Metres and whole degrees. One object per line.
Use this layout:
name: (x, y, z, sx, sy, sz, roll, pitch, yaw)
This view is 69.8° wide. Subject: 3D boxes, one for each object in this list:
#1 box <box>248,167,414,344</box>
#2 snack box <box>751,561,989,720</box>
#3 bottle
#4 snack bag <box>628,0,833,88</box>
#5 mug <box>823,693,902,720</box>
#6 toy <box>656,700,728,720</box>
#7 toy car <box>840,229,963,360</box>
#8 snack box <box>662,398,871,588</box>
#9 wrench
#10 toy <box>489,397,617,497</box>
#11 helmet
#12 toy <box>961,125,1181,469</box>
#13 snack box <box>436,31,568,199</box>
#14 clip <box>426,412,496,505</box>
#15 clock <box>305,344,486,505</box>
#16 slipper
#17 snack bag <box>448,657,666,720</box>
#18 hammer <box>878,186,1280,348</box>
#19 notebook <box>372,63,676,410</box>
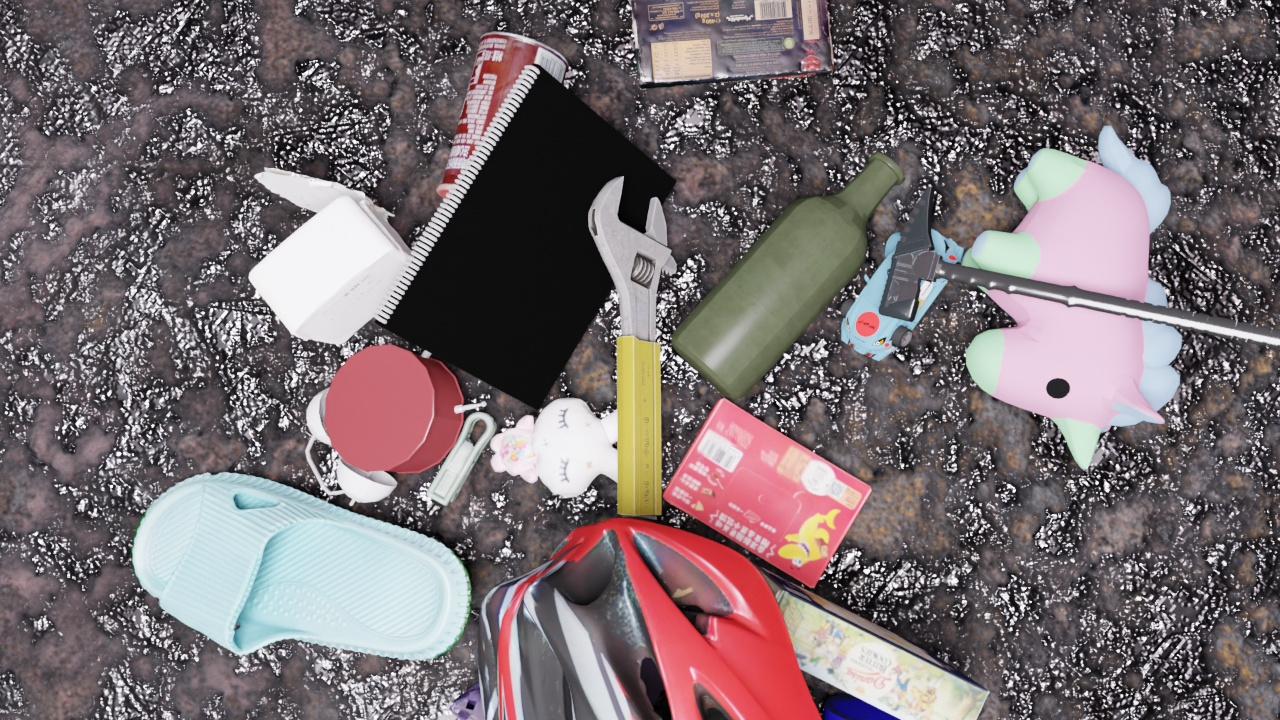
box: (-0.237, -0.092, 0.666, 0.103, 0.110, 0.130, -42, 89, -1)
snack box: (0.141, 0.196, 0.631, 0.145, 0.144, 0.042, 27, 84, 2)
bottle: (0.114, -0.067, 0.677, 0.071, 0.071, 0.207, 42, 89, 2)
snack bag: (0.071, -0.253, 0.711, 0.155, 0.018, 0.074, -4, 87, 1)
mug: (0.180, 0.293, 0.646, 0.079, 0.111, 0.083, 5, 87, -37)
toy: (0.068, 0.275, 0.657, 0.119, 0.097, 0.100, -10, 132, -22)
toy car: (0.190, -0.055, 0.683, 0.060, 0.027, 0.107, 36, 89, 38)
snack box: (0.095, 0.100, 0.696, 0.133, 0.021, 0.089, 31, 89, 2)
wrench: (-0.004, 0.004, 0.671, 0.083, 0.018, 0.273, 4, 84, -44)
toy: (-0.050, 0.065, 0.690, 0.125, 0.037, 0.076, 1, 80, -6)
helmet: (0.005, 0.229, 0.537, 0.166, 0.218, 0.272, -16, 85, -38)
toy: (0.322, -0.051, 0.660, 0.171, 0.120, 0.222, 34, 89, 12)
snack box: (-0.102, -0.172, 0.685, 0.072, 0.072, 0.121, 14, 87, 1)
clip: (-0.135, 0.073, 0.697, 0.023, 0.047, 0.076, 29, 85, 0)
clock: (-0.190, 0.044, 0.679, 0.138, 0.048, 0.096, -38, 71, 9)
slipper: (-0.256, 0.151, 0.662, 0.276, 0.069, 0.116, 11, 84, 11)
snack bag: (-0.033, 0.229, 0.675, 0.205, 0.058, 0.096, -39, 88, -2)
hammer: (0.322, -0.038, 0.585, 0.325, 0.015, 0.095, 17, 95, 28)
notebook: (-0.078, -0.083, 0.664, 0.149, 0.016, 0.206, 32, 88, -38)
